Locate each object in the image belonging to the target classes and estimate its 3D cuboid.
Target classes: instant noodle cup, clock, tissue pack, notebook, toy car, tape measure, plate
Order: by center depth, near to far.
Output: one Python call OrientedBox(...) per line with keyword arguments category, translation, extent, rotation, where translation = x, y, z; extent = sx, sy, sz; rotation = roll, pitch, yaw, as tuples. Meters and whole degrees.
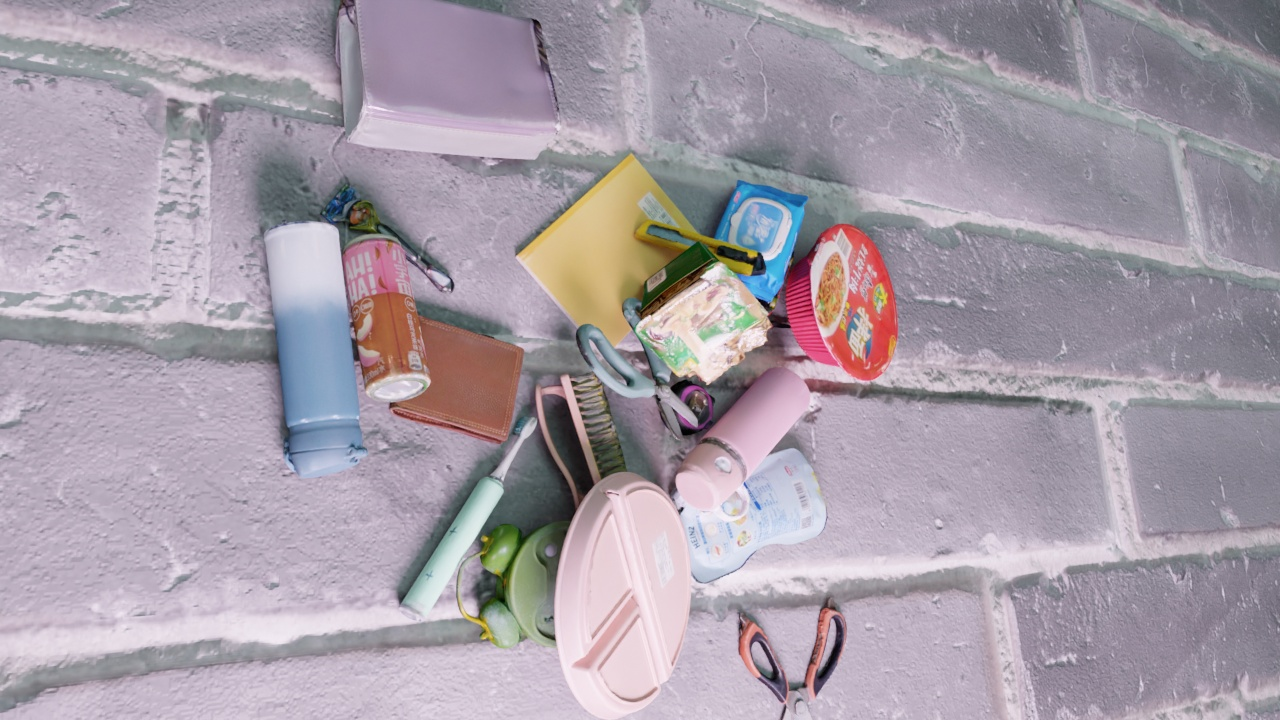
OrientedBox(category="clock", translation=(-0.096, 0.213, 0.870), extent=(0.161, 0.056, 0.116), rotation=(7, 74, -30))
OrientedBox(category="plate", translation=(-0.007, 0.221, 0.873), extent=(0.229, 0.028, 0.229), rotation=(13, 76, -59))
OrientedBox(category="tape measure", translation=(0.052, 0.053, 1.007), extent=(0.057, 0.039, 0.057), rotation=(35, 63, -19))
OrientedBox(category="notebook", translation=(-0.025, -0.121, 1.021), extent=(0.146, 0.010, 0.205), rotation=(49, 59, -12))
OrientedBox(category="tissue pack", translation=(0.137, -0.147, 1.080), extent=(0.095, 0.052, 0.156), rotation=(19, 65, 8))
OrientedBox(category="toy car", translation=(0.148, -0.095, 1.102), extent=(0.049, 0.031, 0.106), rotation=(19, 63, 10))
OrientedBox(category="instant noodle cup", translation=(0.238, -0.067, 1.116), extent=(0.193, 0.066, 0.193), rotation=(10, 76, -46))

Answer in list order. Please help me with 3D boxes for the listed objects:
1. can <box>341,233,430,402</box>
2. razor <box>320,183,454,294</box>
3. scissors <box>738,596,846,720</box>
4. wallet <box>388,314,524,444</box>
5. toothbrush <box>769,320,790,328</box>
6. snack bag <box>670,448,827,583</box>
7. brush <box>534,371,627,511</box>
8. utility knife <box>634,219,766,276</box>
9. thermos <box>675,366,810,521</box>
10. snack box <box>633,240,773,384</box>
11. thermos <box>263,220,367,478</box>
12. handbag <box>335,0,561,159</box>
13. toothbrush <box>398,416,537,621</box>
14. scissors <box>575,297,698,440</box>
OrientedBox(category="can", translation=(-0.231, -0.039, 0.831), extent=(0.057, 0.058, 0.147), rotation=(-4, 67, -32))
OrientedBox(category="razor", translation=(-0.236, -0.112, 0.885), extent=(0.142, 0.022, 0.042), rotation=(40, 63, -17))
OrientedBox(category="scissors", translation=(0.177, 0.366, 1.022), extent=(0.188, 0.015, 0.222), rotation=(-23, 92, -33))
OrientedBox(category="wallet", translation=(-0.177, 0.018, 0.886), extent=(0.124, 0.032, 0.101), rotation=(19, 66, -27))
OrientedBox(category="toothbrush", translation=(0.140, -0.044, 1.100), extent=(0.188, 0.014, 0.017), rotation=(-5, 71, -31))
OrientedBox(category="snack bag", translation=(0.120, 0.169, 1.022), extent=(0.190, 0.039, 0.110), rotation=(-13, 88, -30))
OrientedBox(category="brush", translation=(-0.057, 0.084, 0.926), extent=(0.073, 0.063, 0.145), rotation=(-17, 89, -4))
OrientedBox(category="utility knife", translation=(0.069, -0.126, 1.026), extent=(0.154, 0.015, 0.033), rotation=(17, 72, 0))
OrientedBox(category="thermos", translation=(0.119, 0.092, 1.005), extent=(0.087, 0.067, 0.198), rotation=(46, 50, 1))
OrientedBox(category="snack box", translation=(0.061, -0.060, 0.982), extent=(0.117, 0.118, 0.105), rotation=(45, 17, -31))
OrientedBox(category="thermos", translation=(-0.287, -0.009, 0.805), extent=(0.070, 0.070, 0.220), rotation=(-4, 81, -32))
OrientedBox(category="handbag", translation=(-0.192, -0.281, 0.907), extent=(0.196, 0.099, 0.145), rotation=(-1, 80, -30))
OrientedBox(category="toothbrush", translation=(-0.156, 0.143, 0.868), extent=(0.224, 0.027, 0.026), rotation=(-60, 141, -27))
OrientedBox(category="scissors", translation=(-0.006, 0.007, 0.942), extent=(0.178, 0.019, 0.173), rotation=(5, 59, -50))
